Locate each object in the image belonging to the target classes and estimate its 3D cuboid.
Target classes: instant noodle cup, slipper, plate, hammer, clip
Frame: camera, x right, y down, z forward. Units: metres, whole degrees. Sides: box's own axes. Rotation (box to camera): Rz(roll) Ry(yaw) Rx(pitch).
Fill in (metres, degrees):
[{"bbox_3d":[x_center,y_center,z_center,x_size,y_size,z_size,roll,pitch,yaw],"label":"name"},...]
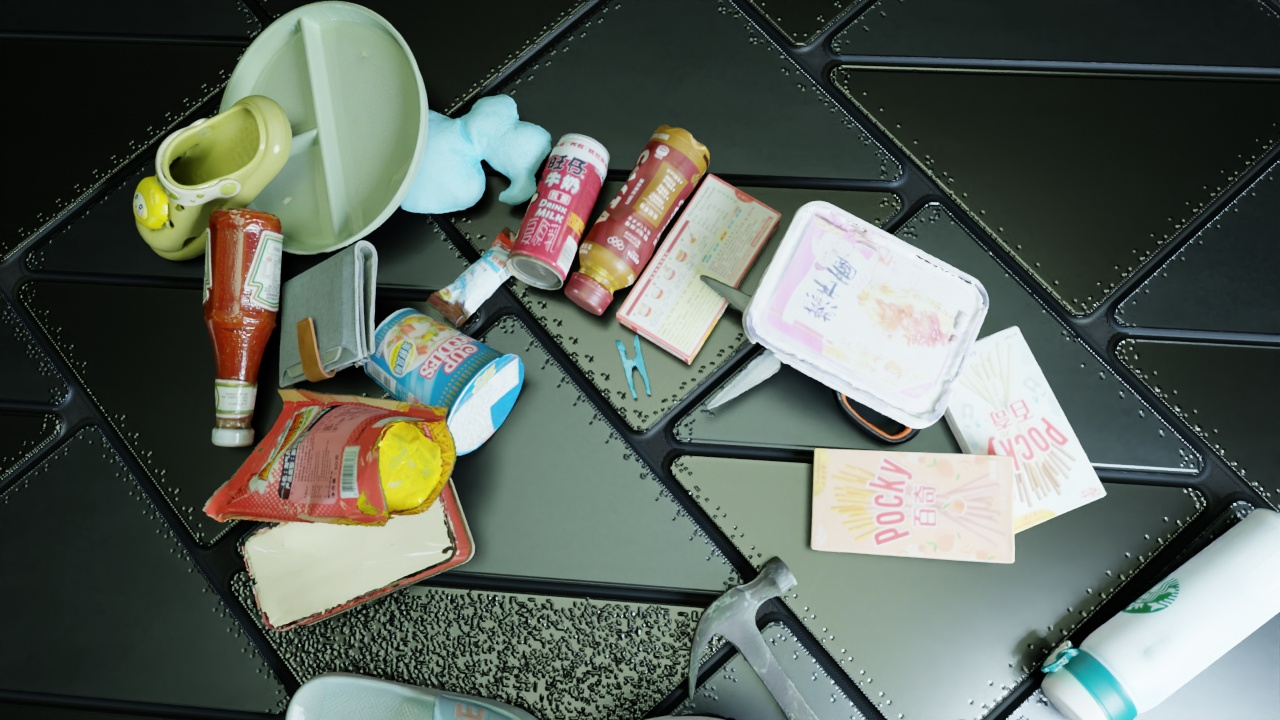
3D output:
[{"bbox_3d":[-0.173,0.012,0.780,0.110,0.099,0.099,31,82,17],"label":"instant noodle cup"},{"bbox_3d":[-0.170,0.311,0.723,0.245,0.074,0.104,16,79,8],"label":"slipper"},{"bbox_3d":[0.178,-0.033,0.749,0.173,0.060,0.137,27,76,3],"label":"instant noodle cup"},{"bbox_3d":[-0.289,-0.209,0.833,0.230,0.027,0.230,-1,88,20],"label":"plate"},{"bbox_3d":[0.153,0.323,0.720,0.126,0.032,0.323,-35,78,-4],"label":"hammer"},{"bbox_3d":[-0.006,0.005,0.806,0.046,0.014,0.057,-16,76,-2],"label":"clip"},{"bbox_3d":[-0.394,-0.168,0.813,0.191,0.081,0.091,-34,73,19],"label":"slipper"}]

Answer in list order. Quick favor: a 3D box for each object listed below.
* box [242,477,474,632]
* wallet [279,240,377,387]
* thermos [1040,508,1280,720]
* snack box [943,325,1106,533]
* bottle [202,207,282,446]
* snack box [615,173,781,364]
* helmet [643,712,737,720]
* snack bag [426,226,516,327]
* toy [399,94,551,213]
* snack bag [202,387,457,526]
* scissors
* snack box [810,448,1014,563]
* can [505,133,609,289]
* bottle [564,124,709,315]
[{"bbox_3d":[-0.234,0.153,0.758,0.168,0.078,0.091,-22,78,-2],"label":"box"},{"bbox_3d":[-0.272,-0.035,0.785,0.130,0.037,0.106,-15,71,41],"label":"wallet"},{"bbox_3d":[0.413,0.204,0.709,0.224,0.073,0.073,-35,78,-3],"label":"thermos"},{"bbox_3d":[0.309,0.058,0.767,0.084,0.027,0.156,-23,77,-1],"label":"snack box"},{"bbox_3d":[-0.352,-0.028,0.805,0.060,0.059,0.206,4,91,5],"label":"bottle"},{"bbox_3d":[0.052,-0.082,0.813,0.077,0.027,0.155,32,82,9],"label":"snack box"},{"bbox_3d":[0.019,0.347,0.653,0.258,0.146,0.229,-24,118,-12],"label":"helmet"},{"bbox_3d":[-0.140,-0.075,0.817,0.048,0.026,0.104,36,63,21],"label":"snack bag"},{"bbox_3d":[-0.173,-0.186,0.839,0.156,0.050,0.161,-44,81,-3],"label":"toy"},{"bbox_3d":[-0.253,0.079,0.740,0.208,0.073,0.128,-1,53,32],"label":"snack bag"},{"bbox_3d":[0.155,-0.014,0.786,0.230,0.022,0.221,-38,82,-12],"label":"scissors"},{"bbox_3d":[0.219,0.117,0.746,0.157,0.026,0.084,1,80,14],"label":"snack box"},{"bbox_3d":[-0.071,-0.132,0.810,0.053,0.053,0.132,17,70,7],"label":"can"},{"bbox_3d":[-0.005,-0.122,0.810,0.057,0.057,0.174,31,82,9],"label":"bottle"}]
